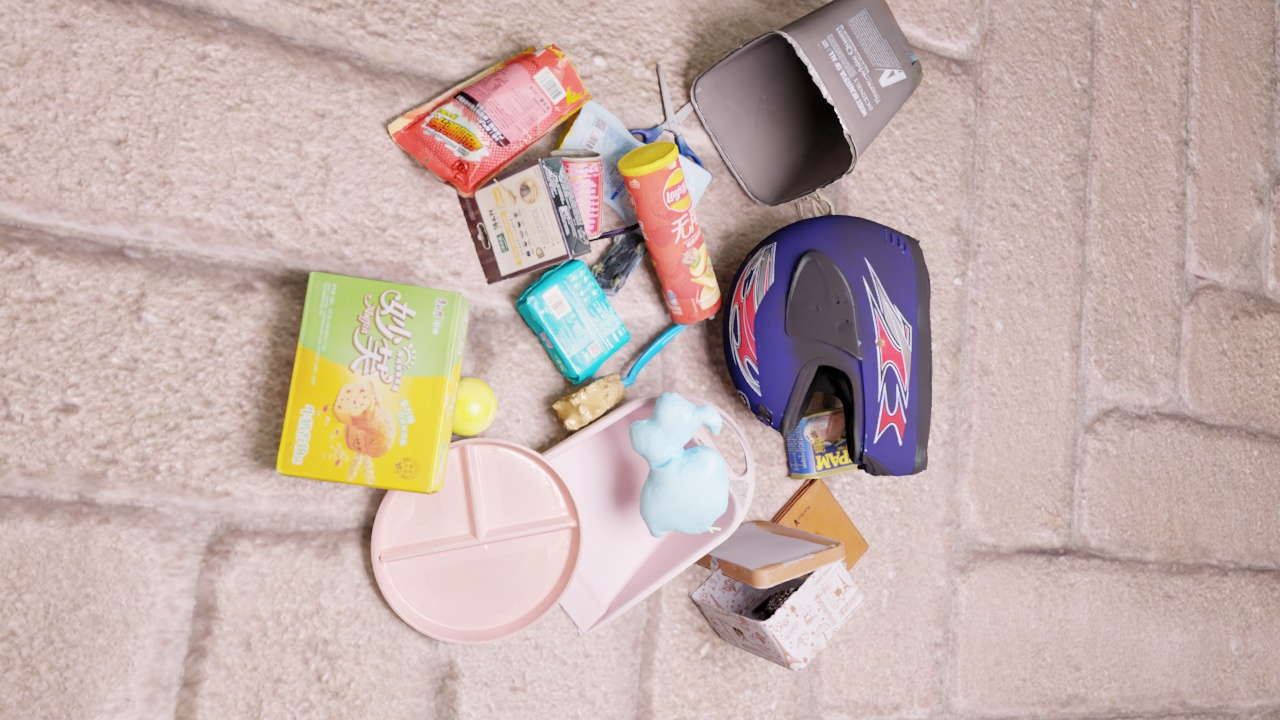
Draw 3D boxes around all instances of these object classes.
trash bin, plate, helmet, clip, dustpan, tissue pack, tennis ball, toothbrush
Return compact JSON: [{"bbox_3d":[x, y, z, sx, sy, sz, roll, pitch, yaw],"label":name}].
[{"bbox_3d":[0.223,-0.344,1.164,0.219,0.199,0.199,-42,105,-30],"label":"trash bin"},{"bbox_3d":[-0.177,0.197,1.008,0.229,0.028,0.229,-1,95,-16],"label":"plate"},{"bbox_3d":[0.221,-0.017,1.115,0.240,0.247,0.315,-2,80,11],"label":"helmet"},{"bbox_3d":[0.256,-0.186,1.259,0.070,0.035,0.100,-48,112,-21],"label":"clip"},{"bbox_3d":[-0.010,0.162,1.053,0.272,0.139,0.222,-43,106,-22],"label":"dustpan"},{"bbox_3d":[-0.078,-0.046,1.078,0.093,0.050,0.133,-39,104,-24],"label":"tissue pack"},{"bbox_3d":[-0.191,0.050,1.009,0.065,0.066,0.065,1,87,-26],"label":"tennis ball"},{"bbox_3d":[-0.035,-0.151,1.108,0.188,0.014,0.017,-17,124,-14],"label":"toothbrush"}]

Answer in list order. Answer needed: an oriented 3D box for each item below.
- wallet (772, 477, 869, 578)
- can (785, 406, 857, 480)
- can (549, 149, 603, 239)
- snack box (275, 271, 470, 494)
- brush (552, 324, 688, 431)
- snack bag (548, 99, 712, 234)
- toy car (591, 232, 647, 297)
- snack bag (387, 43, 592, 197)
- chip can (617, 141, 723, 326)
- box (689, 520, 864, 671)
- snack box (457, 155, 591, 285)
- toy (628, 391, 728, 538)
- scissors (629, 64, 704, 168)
[{"bbox_3d":[0.240,0.237,1.234,0.107,0.031,0.132,-42,104,-23],"label":"wallet"},{"bbox_3d":[0.243,0.109,1.226,0.102,0.057,0.083,-9,90,-26],"label":"can"},{"bbox_3d":[-0.076,-0.192,1.060,0.066,0.066,0.094,-9,115,-26],"label":"can"},{"bbox_3d":[-0.270,0.024,0.941,0.157,0.070,0.210,8,84,-3],"label":"snack box"},{"bbox_3d":[-0.007,0.006,1.106,0.254,0.083,0.046,-38,94,-31],"label":"brush"},{"bbox_3d":[-0.014,-0.226,1.118,0.191,0.039,0.110,28,90,-22],"label":"snack bag"},{"bbox_3d":[-0.024,-0.116,1.113,0.090,0.043,0.034,-58,152,-21],"label":"toy car"},{"bbox_3d":[-0.163,-0.275,1.031,0.128,0.073,0.207,43,69,14],"label":"snack bag"},{"bbox_3d":[0.038,-0.147,1.088,0.073,0.073,0.217,-37,126,-23],"label":"chip can"},{"bbox_3d":[0.150,0.253,1.104,0.146,0.181,0.148,-42,105,-22],"label":"box"},{"bbox_3d":[-0.130,-0.156,1.033,0.053,0.126,0.113,-25,100,-51],"label":"snack box"},{"bbox_3d":[0.045,0.124,1.015,0.156,0.049,0.162,45,110,1],"label":"toy"},{"bbox_3d":[0.039,-0.288,1.168,0.175,0.012,0.162,-39,103,-24],"label":"scissors"}]
